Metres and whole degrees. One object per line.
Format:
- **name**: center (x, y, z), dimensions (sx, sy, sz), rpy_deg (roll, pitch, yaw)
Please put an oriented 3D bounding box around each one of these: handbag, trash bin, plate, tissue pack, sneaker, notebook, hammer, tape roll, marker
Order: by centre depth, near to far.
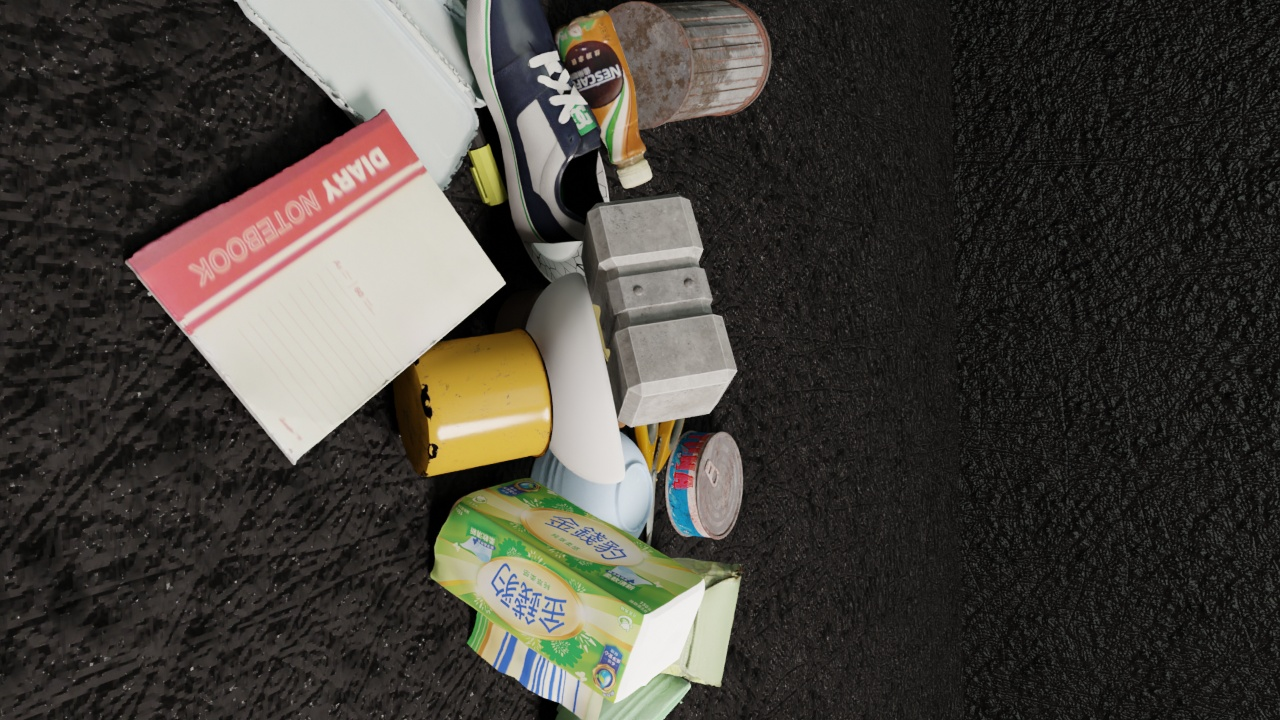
- **notebook**: center (-0.197, -0.057, 0.604), dimensions (0.153, 0.012, 0.208), rpy_deg (56, 50, -17)
- **tissue pack**: center (-0.069, 0.202, 0.732), dimensions (0.120, 0.198, 0.141), rpy_deg (-2, 114, -55)
- **sneaker**: center (-0.074, -0.208, 0.739), dimensions (0.084, 0.079, 0.235), rpy_deg (-41, 129, -47)
- **marker**: center (-0.142, -0.190, 0.769), dimensions (0.021, 0.017, 0.124), rpy_deg (-29, 117, -21)
- **hammer**: center (-0.005, 0.005, 0.831), dimensions (0.318, 0.083, 0.162), rpy_deg (109, -30, -66)
- **tape roll**: center (-0.093, -0.018, 0.838), dimensions (0.093, 0.030, 0.093), rpy_deg (2, 88, -60)
- **handbag**: center (0.002, 0.226, 0.850), dimensions (0.117, 0.186, 0.113), rpy_deg (-157, -103, -82)
- **plate**: center (-0.080, -0.159, 0.864), dimensions (0.188, 0.016, 0.188), rpy_deg (18, 70, -63)
- **trash bin**: center (0.048, -0.323, 0.991), dimensions (0.210, 0.131, 0.131), rpy_deg (-32, 117, -54)

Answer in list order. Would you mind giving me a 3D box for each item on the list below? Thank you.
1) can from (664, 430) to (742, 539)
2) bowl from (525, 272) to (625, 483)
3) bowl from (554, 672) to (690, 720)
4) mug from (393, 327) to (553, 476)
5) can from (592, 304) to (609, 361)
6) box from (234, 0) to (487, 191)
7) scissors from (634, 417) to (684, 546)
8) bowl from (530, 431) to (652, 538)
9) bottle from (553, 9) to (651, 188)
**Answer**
- **can**: center (0.079, 0.151, 1.122), dimensions (0.129, 0.044, 0.130), rpy_deg (2, 88, -60)
- **bowl**: center (-0.063, 0.019, 0.756), dimensions (0.176, 0.066, 0.176), rpy_deg (167, -88, -85)
- **bowl**: center (-0.030, 0.336, 0.869), dimensions (0.150, 0.077, 0.151), rpy_deg (-40, 160, -18)
- **mug**: center (-0.132, 0.037, 0.691), dimensions (0.094, 0.124, 0.100), rpy_deg (-9, 64, -27)
- **can**: center (-0.002, -0.049, 0.933), dimensions (0.092, 0.057, 0.116), rpy_deg (-58, 134, -40)
- **box**: center (-0.180, -0.253, 0.680), dimensions (0.209, 0.037, 0.188), rpy_deg (44, 60, -43)
- **scissors**: center (0.018, 0.106, 1.028), dimensions (0.216, 0.016, 0.225), rpy_deg (-40, 134, -63)
- **bowl**: center (-0.035, 0.131, 0.893), dimensions (0.150, 0.075, 0.150), rpy_deg (2, 87, -61)
- **bottle**: center (-0.031, -0.253, 0.901), dimensions (0.059, 0.059, 0.167), rpy_deg (-44, 119, -51)
